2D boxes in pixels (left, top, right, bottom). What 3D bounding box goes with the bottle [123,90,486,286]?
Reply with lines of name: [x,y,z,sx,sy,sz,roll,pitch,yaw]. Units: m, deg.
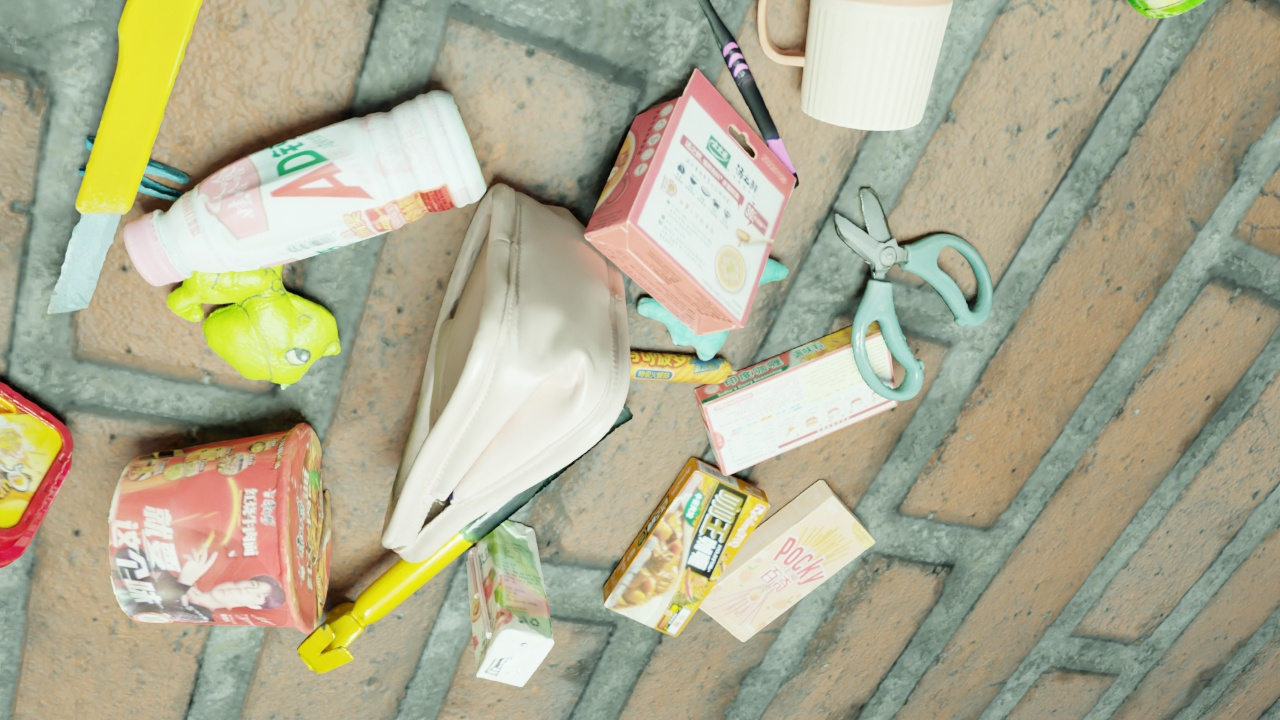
bottle: [-0.192,-0.095,0.530,0.197,0.068,0.068,-20,124,-5]

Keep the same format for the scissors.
scissors: [0.211,-0.063,0.696,0.170,0.019,0.177,-25,110,-17]

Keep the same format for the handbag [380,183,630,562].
handbag: [-0.105,0.026,0.571,0.093,0.193,0.235,27,118,-22]

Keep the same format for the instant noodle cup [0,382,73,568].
instant noodle cup: [-0.431,0.077,0.543,0.124,0.115,0.116,-30,126,16]

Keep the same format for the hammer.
hammer: [-0.130,0.124,0.679,0.300,0.129,0.033,-40,93,-3]

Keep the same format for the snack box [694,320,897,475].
snack box: [0.126,0.030,0.731,0.155,0.027,0.077,-22,124,-4]

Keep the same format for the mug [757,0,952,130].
mug: [0.129,-0.206,0.563,0.114,0.081,0.106,9,122,8]

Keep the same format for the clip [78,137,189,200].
clip: [-0.289,-0.108,0.526,0.057,0.014,0.047,18,112,-27]

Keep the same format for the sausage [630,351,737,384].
sausage: [-0.004,0.004,0.678,0.165,0.021,0.021,3,119,-20]

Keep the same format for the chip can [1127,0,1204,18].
chip can: [0.282,-0.297,0.552,0.221,0.072,0.073,29,109,-30]

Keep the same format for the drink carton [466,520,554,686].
drink carton: [-0.103,0.179,0.695,0.045,0.122,0.054,22,114,-26]

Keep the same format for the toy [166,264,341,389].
toy: [-0.243,-0.027,0.579,0.096,0.031,0.100,-7,118,-13]

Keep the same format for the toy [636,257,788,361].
toy: [0.049,-0.043,0.662,0.096,0.030,0.092,16,112,-19]

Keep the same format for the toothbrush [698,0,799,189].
toothbrush: [0.066,-0.183,0.589,0.014,0.017,0.189,-34,126,3]

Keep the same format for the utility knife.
utility knife: [-0.286,-0.120,0.503,0.033,0.015,0.216,20,104,-27]

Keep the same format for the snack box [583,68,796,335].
snack box: [0.036,-0.100,0.591,0.113,0.044,0.126,39,60,-32]

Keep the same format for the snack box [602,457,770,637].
snack box: [0.037,0.159,0.774,0.075,0.026,0.154,27,109,-15]

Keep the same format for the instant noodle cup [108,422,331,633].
instant noodle cup: [-0.271,0.113,0.601,0.108,0.137,0.138,-3,121,-9]

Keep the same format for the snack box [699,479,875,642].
snack box: [0.126,0.182,0.826,0.157,0.026,0.084,-39,124,9]
